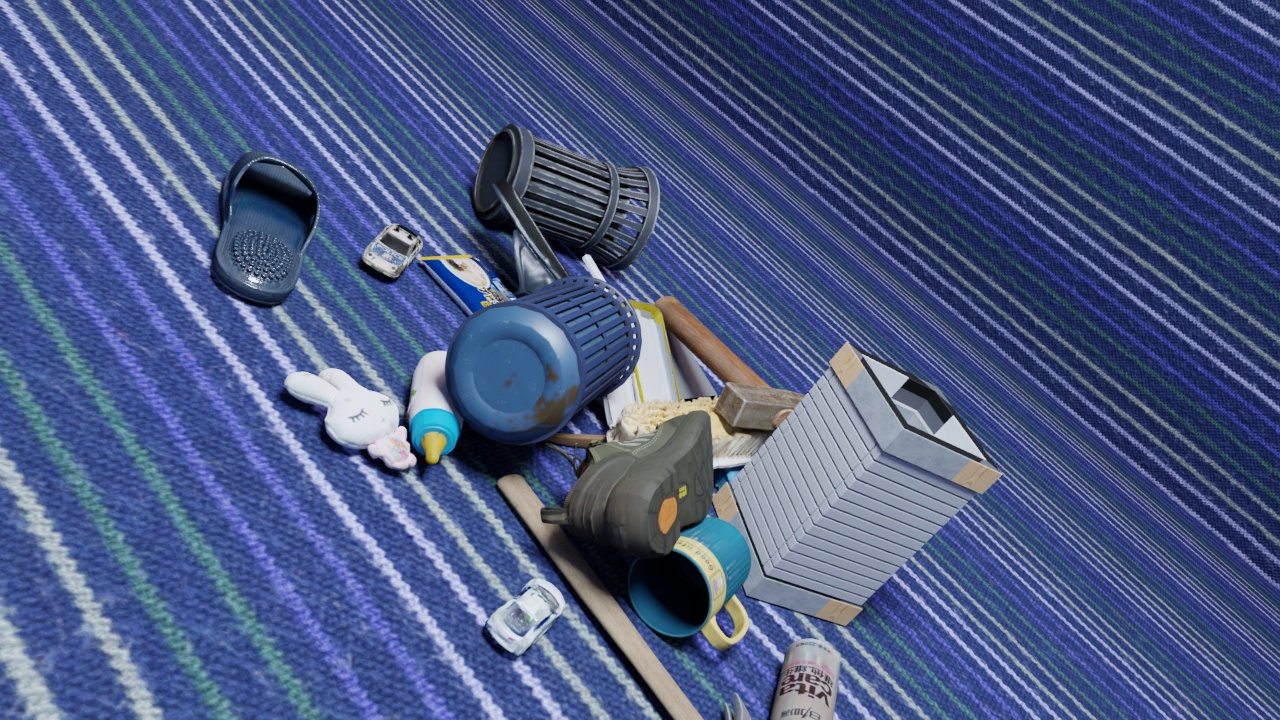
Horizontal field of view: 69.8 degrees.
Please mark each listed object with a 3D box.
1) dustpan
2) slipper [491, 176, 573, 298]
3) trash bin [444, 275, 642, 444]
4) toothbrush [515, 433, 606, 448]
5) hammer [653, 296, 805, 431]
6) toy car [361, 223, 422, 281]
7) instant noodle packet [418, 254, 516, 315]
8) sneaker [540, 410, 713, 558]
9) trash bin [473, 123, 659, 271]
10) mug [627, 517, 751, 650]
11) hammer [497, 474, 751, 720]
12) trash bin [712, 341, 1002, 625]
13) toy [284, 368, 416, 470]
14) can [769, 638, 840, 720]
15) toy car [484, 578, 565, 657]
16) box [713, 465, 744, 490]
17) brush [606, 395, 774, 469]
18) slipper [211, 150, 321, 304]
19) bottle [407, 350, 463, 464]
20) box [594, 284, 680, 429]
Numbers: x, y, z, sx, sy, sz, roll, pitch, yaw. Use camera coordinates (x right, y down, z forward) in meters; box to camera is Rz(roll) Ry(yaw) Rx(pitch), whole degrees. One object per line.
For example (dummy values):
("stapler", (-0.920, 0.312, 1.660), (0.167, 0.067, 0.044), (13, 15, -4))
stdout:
("dustpan", (-0.004, -0.046, 1.244), (0.257, 0.033, 0.163), (59, 25, 15))
("slipper", (-0.133, -0.100, 1.163), (0.265, 0.083, 0.109), (57, -2, 0))
("trash bin", (-0.090, -0.006, 0.909), (0.139, 0.139, 0.249), (38, 14, 3))
("toothbrush", (-0.073, 0.085, 0.972), (0.166, 0.016, 0.016), (9, 35, -45))
("hammer", (0.104, -0.004, 1.164), (0.157, 0.037, 0.301), (8, 25, -35))
("toy car", (-0.281, -0.128, 1.050), (0.048, 0.041, 0.112), (30, 26, -11))
("instant noodle packet", (-0.195, -0.082, 1.099), (0.134, 0.026, 0.086), (45, 29, 20))
("sneaker", (-0.016, 0.115, 0.859), (0.143, 0.101, 0.237), (-1, 12, 21))
("trash bin", (-0.112, -0.240, 1.335), (0.227, 0.165, 0.164), (15, 32, -33))
("mug", (0.057, 0.210, 0.849), (0.113, 0.083, 0.107), (53, 25, 11))
("hammer", (-0.027, 0.222, 0.786), (0.331, 0.031, 0.119), (46, 28, 28))
("trash bin", (0.220, 0.137, 0.983), (0.142, 0.247, 0.142), (23, 28, -27))
("toy", (-0.242, 0.048, 0.790), (0.125, 0.037, 0.075), (40, 21, 10))
("can", (0.147, 0.307, 0.819), (0.054, 0.054, 0.135), (38, 24, 3))
("toy car", (-0.088, 0.201, 0.731), (0.039, 0.027, 0.089), (39, 24, 10))
("box", (0.178, 0.146, 1.181), (0.231, 0.034, 0.174), (23, 26, -26))
("brush", (0.073, 0.084, 1.053), (0.270, 0.057, 0.083), (1, 37, -46))
("slipper", (-0.369, -0.156, 0.934), (0.101, 0.083, 0.263), (24, 27, -30))
("bottle", (-0.188, 0.047, 0.844), (0.051, 0.051, 0.146), (25, 26, -23))
("box", (-0.007, 0.007, 1.109), (0.129, 0.034, 0.209), (20, 48, -41))
